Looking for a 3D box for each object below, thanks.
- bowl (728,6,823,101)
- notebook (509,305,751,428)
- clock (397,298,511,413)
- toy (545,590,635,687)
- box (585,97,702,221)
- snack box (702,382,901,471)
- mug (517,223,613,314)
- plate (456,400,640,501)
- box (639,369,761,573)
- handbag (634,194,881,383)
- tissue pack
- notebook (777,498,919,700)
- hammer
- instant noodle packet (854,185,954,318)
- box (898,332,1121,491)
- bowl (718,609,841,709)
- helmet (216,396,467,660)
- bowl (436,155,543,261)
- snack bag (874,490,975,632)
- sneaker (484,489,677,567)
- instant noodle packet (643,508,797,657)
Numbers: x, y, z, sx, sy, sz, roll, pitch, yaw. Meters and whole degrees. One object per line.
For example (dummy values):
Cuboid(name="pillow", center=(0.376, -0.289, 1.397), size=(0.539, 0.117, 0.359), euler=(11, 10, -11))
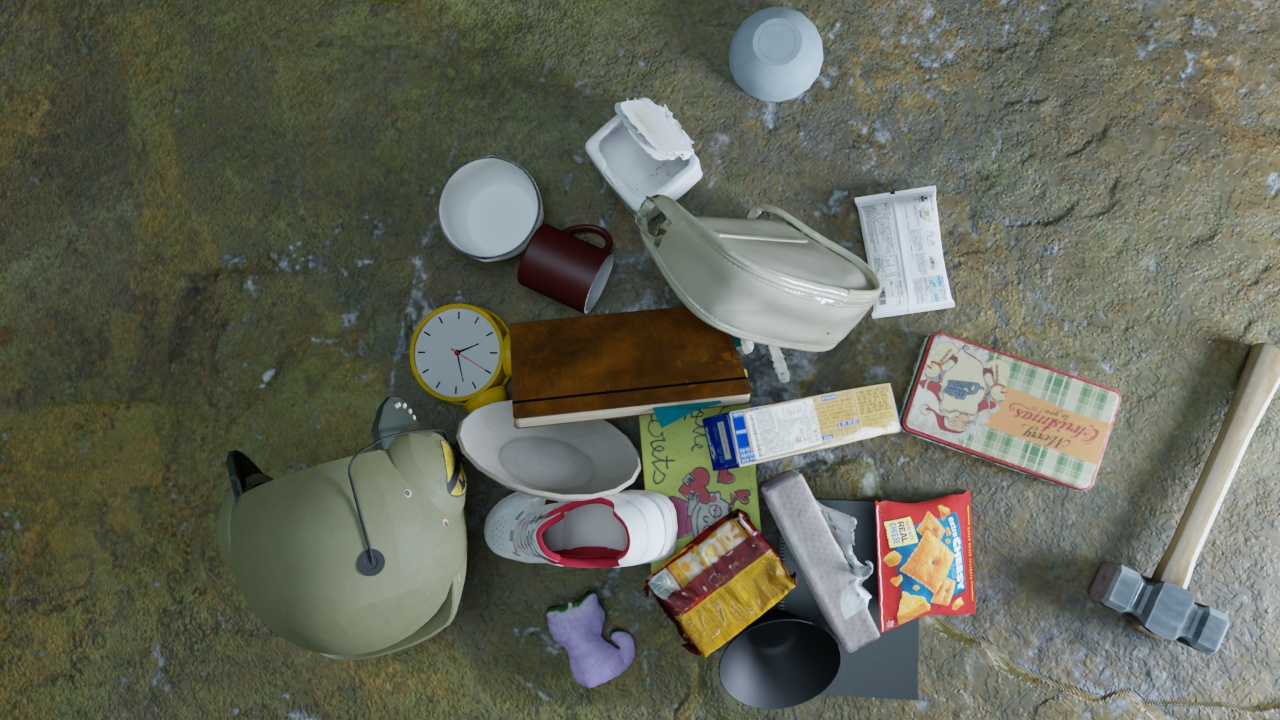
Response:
Cuboid(name="bowl", center=(0.150, -0.345, 1.015), size=(0.106, 0.039, 0.106), euler=(0, 87, 6))
Cuboid(name="notebook", center=(-0.008, 0.004, 0.943), size=(0.249, 0.178, 0.014), euler=(-6, 128, -5))
Cuboid(name="clock", center=(-0.189, 0.000, 1.027), size=(0.152, 0.052, 0.113), euler=(31, 90, 11))
Cuboid(name="toy", center=(-0.053, 0.303, 1.003), size=(0.080, 0.036, 0.099), euler=(-23, 90, -6))
Cuboid(name="box", center=(0.003, -0.225, 0.980), size=(0.103, 0.130, 0.110), euler=(-38, 86, 4))
Cuboid(name="snack box", center=(0.165, 0.067, 0.934), size=(0.206, 0.057, 0.056), euler=(-8, 84, -26))
Cuboid(name="mug", center=(-0.075, -0.113, 1.016), size=(0.082, 0.073, 0.105), euler=(25, 61, 7))
Cuboid(name="plate", center=(-0.095, 0.097, 0.938), size=(0.189, 0.188, 0.027), euler=(17, 113, 7))
Cuboid(name="box", center=(0.064, 0.122, 0.978), size=(0.124, 0.082, 0.221), euler=(-3, 88, 5))
Cuboid(name="handbag", center=(0.110, -0.080, 0.935), size=(0.184, 0.228, 0.132), euler=(52, 124, 26))
Cuboid(name="tissue pack", center=(0.189, 0.197, 0.933), size=(0.071, 0.104, 0.181), euler=(-23, 84, 0))
Cuboid(name="notebook", center=(0.222, 0.254, 0.986), size=(0.149, 0.016, 0.206), euler=(2, 87, 5))
Cuboid(name="hammer", center=(0.584, 0.133, 0.941), size=(0.117, 0.051, 0.322), euler=(26, 87, 7))
Cuboid(name="instant noodle packet", center=(0.286, -0.118, 0.995), size=(0.087, 0.026, 0.134), euler=(-8, 86, 5))
Cuboid(name="box", center=(0.383, 0.052, 0.964), size=(0.205, 0.050, 0.117), euler=(20, 90, 6))
Cuboid(name="bowl", center=(0.138, 0.295, 0.946), size=(0.124, 0.052, 0.124), euler=(-2, 118, -3))
Cuboid(name="helmet", center=(-0.279, 0.176, 0.912), size=(0.250, 0.255, 0.232), euler=(-19, 82, 7))
Cuboid(name="bowl", center=(-0.162, -0.164, 1.024), size=(0.116, 0.065, 0.116), euler=(0, 86, 6))
Cuboid(name="snack bag", center=(0.293, 0.204, 0.946), size=(0.143, 0.039, 0.130), euler=(1, 86, -33))
Cuboid(name="sneaker", center=(-0.087, 0.174, 0.942), size=(0.237, 0.104, 0.090), euler=(-2, 87, 33))
Cuboid(name="instant noodle packet", center=(0.077, 0.221, 0.912), size=(0.135, 0.039, 0.098), euler=(-38, 83, 0))
